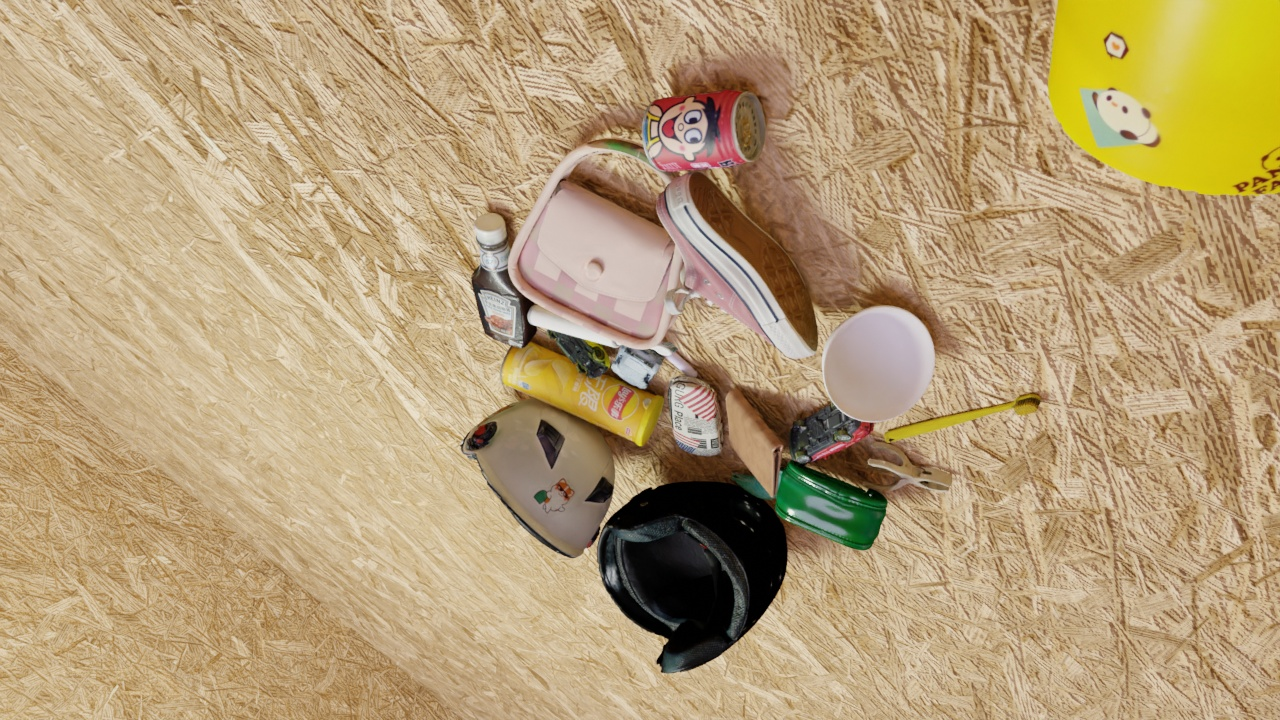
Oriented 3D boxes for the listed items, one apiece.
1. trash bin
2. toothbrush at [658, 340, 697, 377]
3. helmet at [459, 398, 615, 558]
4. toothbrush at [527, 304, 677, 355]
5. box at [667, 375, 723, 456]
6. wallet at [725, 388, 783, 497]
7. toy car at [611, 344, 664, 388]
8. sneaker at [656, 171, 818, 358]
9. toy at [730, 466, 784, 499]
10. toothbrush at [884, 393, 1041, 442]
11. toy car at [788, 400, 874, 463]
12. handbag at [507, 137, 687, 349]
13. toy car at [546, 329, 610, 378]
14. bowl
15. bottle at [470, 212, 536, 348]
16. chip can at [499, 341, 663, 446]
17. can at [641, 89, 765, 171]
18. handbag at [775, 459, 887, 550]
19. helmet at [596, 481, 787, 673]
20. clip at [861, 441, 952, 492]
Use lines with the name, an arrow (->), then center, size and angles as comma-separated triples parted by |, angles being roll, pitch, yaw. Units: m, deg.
trash bin -> 0.325, -0.239, 0.459 | 0.230, 0.229, 0.256 | 15, 148, 21
toothbrush -> -0.003, -0.037, 1.113 | 0.189, 0.029, 0.021 | 39, 107, -13
helmet -> -0.121, 0.141, 1.269 | 0.230, 0.157, 0.274 | 45, 174, -14
toothbrush -> -0.048, -0.034, 1.089 | 0.221, 0.026, 0.027 | 16, 126, 37
box -> 0.072, 0.071, 1.174 | 0.069, 0.052, 0.164 | 25, 150, 23
wallet -> 0.140, 0.103, 1.135 | 0.101, 0.020, 0.115 | 54, 162, 35
toy car -> -0.007, 0.007, 1.140 | 0.054, 0.036, 0.121 | 31, 162, 0
sneaker -> 0.087, -0.082, 0.906 | 0.088, 0.118, 0.241 | -23, 128, 36
toy -> 0.179, 0.165, 1.222 | 0.096, 0.030, 0.092 | 30, 148, -9
toothbrush -> 0.341, 0.066, 0.988 | 0.015, 0.016, 0.191 | 44, 143, -18
toy car -> 0.221, 0.084, 1.067 | 0.045, 0.052, 0.121 | 19, 148, -28
handbag -> -0.027, -0.135, 0.965 | 0.193, 0.093, 0.235 | 27, 138, 4
toy car -> -0.079, -0.025, 1.172 | 0.105, 0.032, 0.048 | 48, 138, -5
bowl -> 0.229, -0.003, 0.932 | 0.118, 0.118, 0.064 | 43, -177, -18
bottle -> -0.174, -0.098, 1.142 | 0.080, 0.043, 0.195 | 21, 143, 18
chip can -> -0.079, 0.041, 1.219 | 0.213, 0.071, 0.072 | 22, 144, 12
can -> 0.057, -0.204, 0.818 | 0.094, 0.066, 0.066 | 4, 137, 33
handbag -> 0.232, 0.167, 1.120 | 0.131, 0.120, 0.068 | 21, 105, 7
helmet -> 0.068, 0.282, 1.277 | 0.275, 0.229, 0.233 | -14, 96, 51
clip -> 0.307, 0.137, 1.090 | 0.102, 0.034, 0.095 | 27, 142, -8
